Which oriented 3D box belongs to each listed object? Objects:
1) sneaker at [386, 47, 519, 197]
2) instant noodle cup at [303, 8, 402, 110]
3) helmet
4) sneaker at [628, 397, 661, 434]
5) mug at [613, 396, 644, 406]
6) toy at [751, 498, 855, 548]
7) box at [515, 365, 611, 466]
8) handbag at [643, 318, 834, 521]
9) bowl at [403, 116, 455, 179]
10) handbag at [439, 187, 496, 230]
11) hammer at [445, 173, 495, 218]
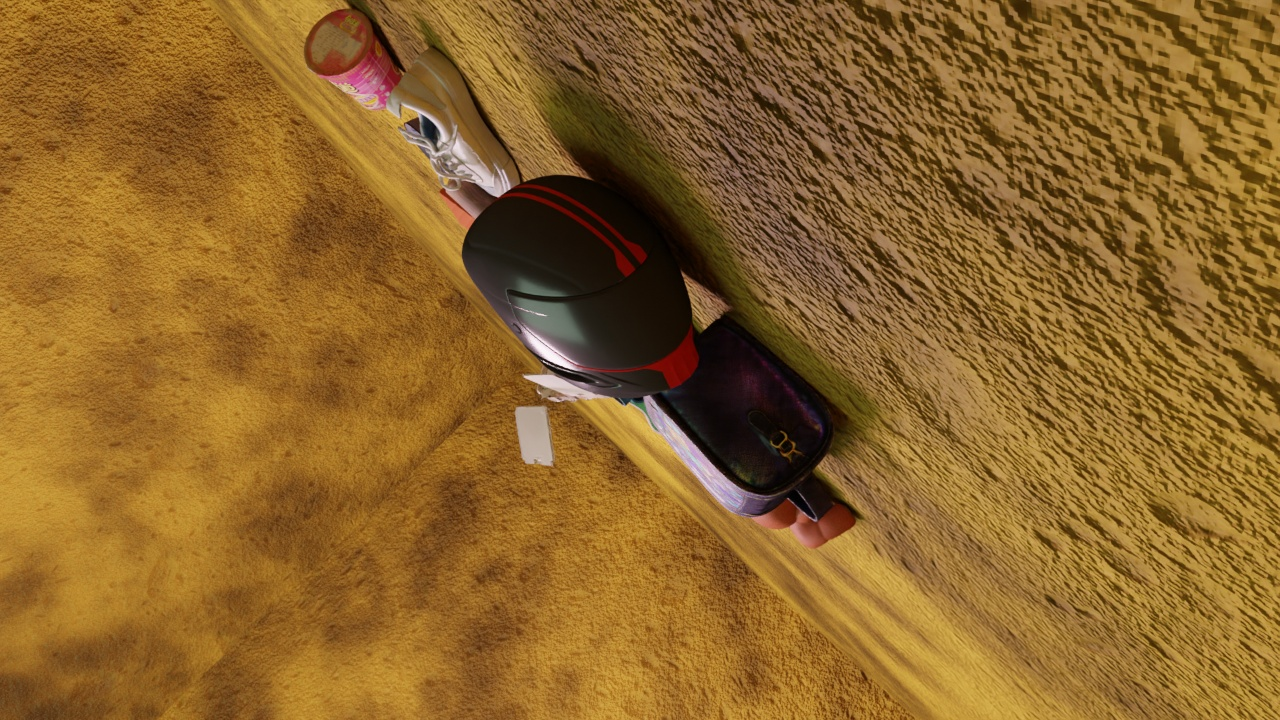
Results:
[{"bbox_3d":[-0.226,-0.260,1.103,0.089,0.090,0.242,40,171,27],"label":"sneaker"},{"bbox_3d":[-0.365,-0.384,1.197,0.098,0.097,0.108,42,179,21],"label":"instant noodle cup"},{"bbox_3d":[-0.061,-0.088,0.885,0.265,0.163,0.170,30,151,26],"label":"helmet"},{"bbox_3d":[0.030,0.049,1.445,0.235,0.084,0.079,43,-148,-47],"label":"sneaker"},{"bbox_3d":[-0.008,0.007,1.279,0.112,0.104,0.084,48,171,-36],"label":"mug"},{"bbox_3d":[0.195,0.191,1.221,0.176,0.096,0.112,14,168,5],"label":"toy"},{"bbox_3d":[-0.110,0.032,1.174,0.106,0.192,0.144,29,155,-37],"label":"box"},{"bbox_3d":[0.116,0.082,0.977,0.222,0.125,0.205,46,172,13],"label":"handbag"},{"bbox_3d":[-0.274,-0.301,1.280,0.114,0.045,0.114,44,171,8],"label":"bowl"},{"bbox_3d":[-0.218,-0.205,1.413,0.172,0.060,0.109,38,164,27],"label":"handbag"},{"bbox_3d":[-0.146,-0.139,1.241,0.301,0.037,0.158,44,150,-7],"label":"hammer"}]
